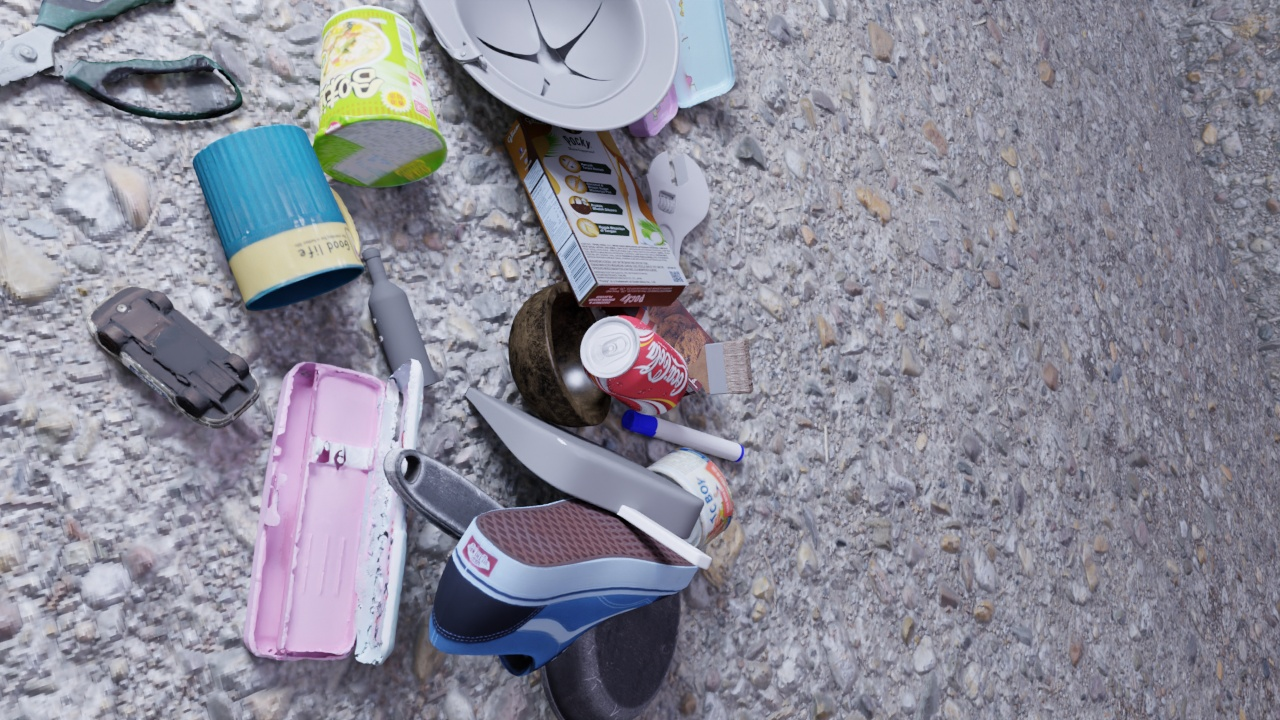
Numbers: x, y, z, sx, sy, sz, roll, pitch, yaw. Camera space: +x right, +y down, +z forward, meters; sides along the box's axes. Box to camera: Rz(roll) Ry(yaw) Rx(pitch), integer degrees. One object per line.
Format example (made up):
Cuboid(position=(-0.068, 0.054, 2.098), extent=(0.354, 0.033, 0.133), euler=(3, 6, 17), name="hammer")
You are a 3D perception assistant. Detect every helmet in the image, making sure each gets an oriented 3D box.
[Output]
Cuboid(position=(-0.086, -0.289, 0.807), extent=(0.183, 0.118, 0.271), euler=(-39, 82, -12), name="helmet")

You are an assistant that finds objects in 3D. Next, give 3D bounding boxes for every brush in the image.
Cuboid(position=(0.042, 0.009, 0.809), extent=(0.008, 0.143, 0.045), euler=(-6, 90, -42), name="brush")

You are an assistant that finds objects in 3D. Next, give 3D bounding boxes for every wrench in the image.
Cuboid(position=(0.030, -0.081, 0.910), extent=(0.086, 0.018, 0.273), euler=(14, 71, -37), name="wrench")

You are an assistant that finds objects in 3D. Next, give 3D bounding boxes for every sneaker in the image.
Cuboid(position=(-0.052, 0.153, 0.616), extent=(0.241, 0.083, 0.098), euler=(14, 109, -57), name="sneaker")

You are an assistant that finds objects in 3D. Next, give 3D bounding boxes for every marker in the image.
Cuboid(position=(0.043, 0.074, 0.876), extent=(0.141, 0.020, 0.020), euler=(20, 66, -35), name="marker")

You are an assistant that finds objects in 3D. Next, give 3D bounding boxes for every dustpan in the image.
Cuboid(position=(-0.021, 0.090, 0.677), extent=(0.163, 0.258, 0.033), euler=(28, 86, -32), name="dustpan")

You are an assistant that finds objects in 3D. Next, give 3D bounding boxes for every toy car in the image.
Cuboid(position=(-0.301, -0.001, 0.593), extent=(0.113, 0.041, 0.048), euler=(41, 53, -3), name="toy car")

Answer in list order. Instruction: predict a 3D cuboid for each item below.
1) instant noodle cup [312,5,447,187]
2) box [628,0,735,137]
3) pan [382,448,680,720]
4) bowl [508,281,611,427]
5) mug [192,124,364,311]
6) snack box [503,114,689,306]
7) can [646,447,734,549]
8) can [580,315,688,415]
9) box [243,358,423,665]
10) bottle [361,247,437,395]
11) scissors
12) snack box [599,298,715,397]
Cuboid(position=(-0.202, -0.202, 0.699), extent=(0.098, 0.099, 0.108), euler=(5, 67, -40), name="instant noodle cup")
Cuboid(position=(0.020, -0.340, 0.893), extent=(0.149, 0.049, 0.214), euler=(-35, 130, -26), name="box")
Cuboid(position=(-0.060, 0.158, 0.682), extent=(0.357, 0.055, 0.186), euler=(53, 45, -45), name="pan")
Cuboid(position=(-0.075, 0.000, 0.761), extent=(0.121, 0.056, 0.121), euler=(-14, 90, -72), name="bowl")
Cuboid(position=(-0.245, -0.099, 0.647), extent=(0.107, 0.083, 0.113), euler=(67, 20, -1), name="mug")
Cuboid(position=(-0.040, -0.131, 0.807), extent=(0.100, 0.032, 0.186), euler=(-3, 58, -41), name="snack box")
Cuboid(position=(0.037, 0.124, 0.812), extent=(0.043, 0.086, 0.086), euler=(-27, 96, -40), name="can")
Cuboid(position=(-0.005, 0.004, 0.766), extent=(0.104, 0.064, 0.064), euler=(37, 52, -62), name="can")
Cuboid(position=(-0.195, 0.096, 0.611), extent=(0.086, 0.103, 0.201), euler=(17, 68, -39), name="box")
Cuboid(position=(-0.188, -0.031, 0.700), extent=(0.030, 0.030, 0.113), euler=(-20, 92, -42), name="bottle")
Cuboid(position=(-0.361, -0.189, 0.607), extent=(0.147, 0.015, 0.209), euler=(54, 50, -18), name="scissors")
Cuboid(position=(0.014, -0.035, 0.854), extent=(0.141, 0.032, 0.050), euler=(49, 62, -10), name="snack box")
